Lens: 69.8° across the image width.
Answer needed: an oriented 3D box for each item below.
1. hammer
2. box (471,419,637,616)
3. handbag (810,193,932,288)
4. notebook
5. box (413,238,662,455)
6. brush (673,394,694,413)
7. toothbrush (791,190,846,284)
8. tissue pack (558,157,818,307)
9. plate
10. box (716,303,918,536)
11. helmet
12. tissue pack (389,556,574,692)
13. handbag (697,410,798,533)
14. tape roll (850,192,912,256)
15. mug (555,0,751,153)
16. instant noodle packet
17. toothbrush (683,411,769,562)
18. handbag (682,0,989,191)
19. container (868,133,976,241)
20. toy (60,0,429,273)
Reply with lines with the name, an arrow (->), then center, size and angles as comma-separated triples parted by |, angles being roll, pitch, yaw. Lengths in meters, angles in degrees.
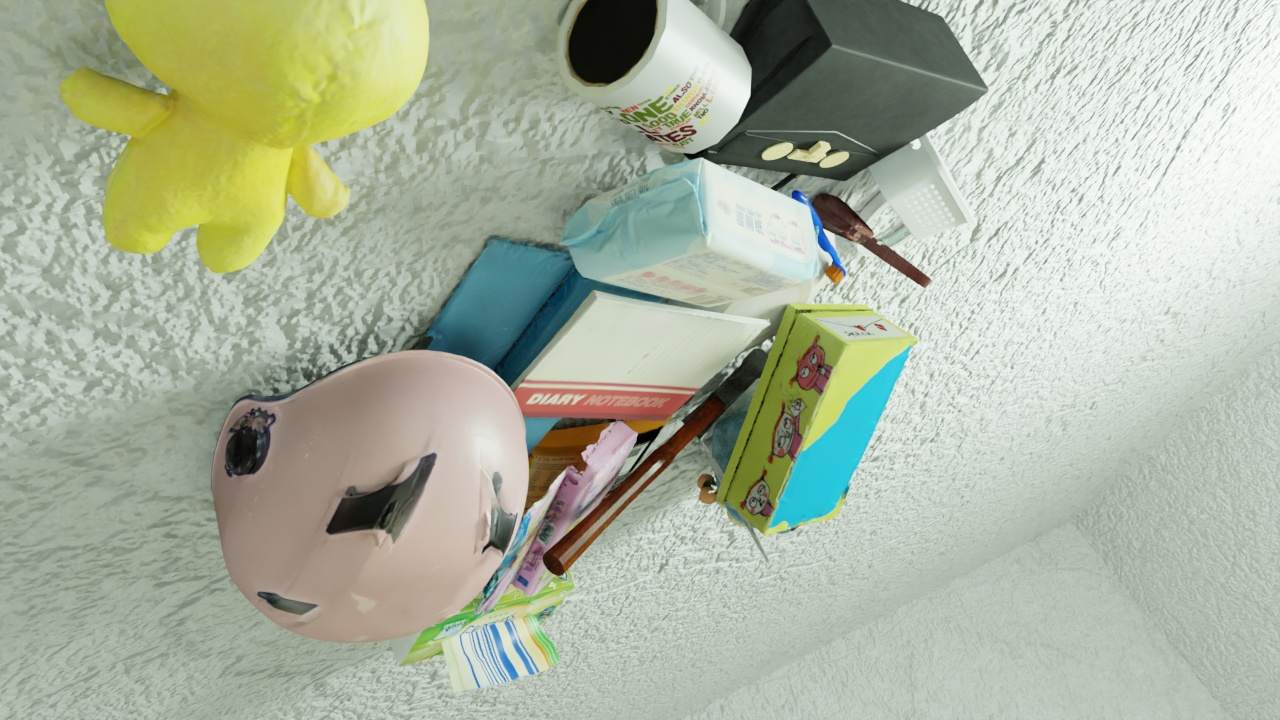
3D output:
hammer -> 0.015, 0.099, 0.880 | 0.299, 0.028, 0.111 | -41, 173, -36
box -> -0.090, 0.167, 0.871 | 0.159, 0.035, 0.231 | -41, 165, -44
handbag -> 0.195, -0.097, 0.764 | 0.055, 0.119, 0.029 | 10, 119, -50
notebook -> -0.005, 0.004, 0.770 | 0.208, 0.012, 0.153 | 5, 139, -45
box -> -0.102, 0.003, 0.734 | 0.174, 0.033, 0.232 | 3, 138, -45
brush -> -0.003, 0.038, 0.905 | 0.039, 0.012, 0.151 | -45, 149, 25
toothbrush -> 0.151, -0.102, 0.777 | 0.018, 0.016, 0.182 | -52, 153, 2
tissue pack -> 0.040, -0.089, 0.658 | 0.112, 0.070, 0.181 | -12, 166, 38
plate -> 0.104, -0.053, 0.846 | 0.188, 0.027, 0.189 | -23, 151, -14
box -> 0.169, 0.058, 0.900 | 0.124, 0.081, 0.221 | -6, 125, -39
helmet -> -0.192, 0.113, 0.676 | 0.229, 0.152, 0.256 | 25, 122, -41
tissue pack -> -0.167, 0.286, 1.009 | 0.197, 0.141, 0.121 | -9, 145, -35
handbag -> 0.127, 0.138, 1.087 | 0.119, 0.121, 0.192 | -16, 155, 17
tape roll -> 0.239, -0.134, 0.859 | 0.093, 0.013, 0.093 | -23, 151, -14
mug -> 0.015, -0.182, 0.519 | 0.089, 0.073, 0.105 | 15, 102, -53
instant noodle packet -> -0.077, 0.132, 0.964 | 0.159, 0.032, 0.221 | -5, 143, -36
toothbrush -> 0.093, 0.131, 0.967 | 0.010, 0.181, 0.010 | -8, 150, -42
handbag -> 0.109, -0.165, 0.656 | 0.175, 0.072, 0.196 | -3, 152, -41
container -> 0.225, -0.151, 0.754 | 0.050, 0.080, 0.129 | -29, 152, 22
toy -> -0.169, -0.123, 0.408 | 0.133, 0.092, 0.208 | 10, 134, -47
